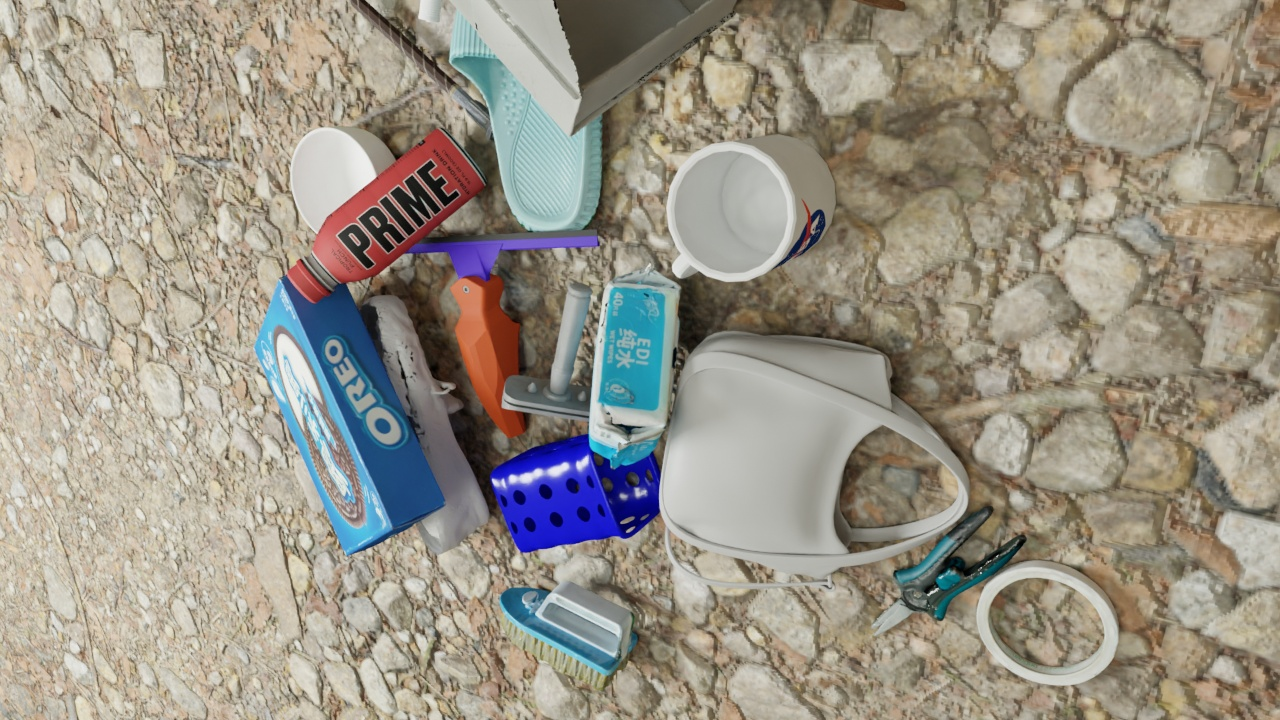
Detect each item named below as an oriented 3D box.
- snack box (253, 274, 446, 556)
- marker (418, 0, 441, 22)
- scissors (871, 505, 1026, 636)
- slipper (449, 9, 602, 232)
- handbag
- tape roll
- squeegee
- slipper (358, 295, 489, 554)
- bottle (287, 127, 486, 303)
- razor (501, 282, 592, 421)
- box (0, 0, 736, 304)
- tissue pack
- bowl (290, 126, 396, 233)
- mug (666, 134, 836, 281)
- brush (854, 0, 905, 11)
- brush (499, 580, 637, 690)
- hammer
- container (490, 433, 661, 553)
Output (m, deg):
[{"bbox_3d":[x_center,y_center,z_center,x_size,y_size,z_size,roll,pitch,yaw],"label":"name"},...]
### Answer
[{"bbox_3d":[-0.278,0.054,0.853,0.196,0.056,0.239,-32,83,56],"label":"snack box"},{"bbox_3d":[-0.160,-0.337,0.725,0.020,0.017,0.134,-132,49,-55],"label":"marker"},{"bbox_3d":[0.228,0.166,0.683,0.139,0.019,0.129,-1,105,31],"label":"scissors"},{"bbox_3d":[-0.081,-0.223,0.694,0.116,0.069,0.276,7,113,19],"label":"slipper"},{"bbox_3d":[0.130,0.086,0.695,0.223,0.095,0.216,14,113,11],"label":"handbag"},{"bbox_3d":[0.291,0.188,0.658,0.093,0.013,0.093,9,110,26],"label":"tape roll"},{"bbox_3d":[-0.132,-0.017,0.804,0.250,0.055,0.185,2,116,30],"label":"squeegee"},{"bbox_3d":[-0.202,0.057,0.854,0.112,0.074,0.247,-8,105,41],"label":"slipper"},{"bbox_3d":[-0.214,-0.115,0.762,0.176,0.062,0.062,-40,83,-5],"label":"bottle"},{"bbox_3d":[-0.060,-0.008,0.751,0.088,0.047,0.116,10,115,-10],"label":"razor"},{"bbox_3d":[-0.115,-0.200,0.468,0.167,0.504,0.149,48,126,2],"label":"box"},{"bbox_3d":[-0.004,0.004,0.692,0.061,0.093,0.144,6,73,-3],"label":"tissue pack"},{"bbox_3d":[-0.260,-0.160,0.831,0.105,0.054,0.105,9,111,25],"label":"bowl"},{"bbox_3d":[0.069,-0.099,0.645,0.122,0.089,0.091,-41,84,32],"label":"mug"},{"bbox_3d":[0.130,-0.216,0.543,0.045,0.142,0.008,21,113,31],"label":"brush"},{"bbox_3d":[-0.072,0.240,0.850,0.136,0.055,0.075,20,119,23],"label":"brush"},{"bbox_3d":[-0.226,-0.292,0.781,0.322,0.044,0.099,43,121,8],"label":"hammer"},{"bbox_3d":[-0.053,0.109,0.782,0.114,0.084,0.084,-17,96,33],"label":"container"}]
